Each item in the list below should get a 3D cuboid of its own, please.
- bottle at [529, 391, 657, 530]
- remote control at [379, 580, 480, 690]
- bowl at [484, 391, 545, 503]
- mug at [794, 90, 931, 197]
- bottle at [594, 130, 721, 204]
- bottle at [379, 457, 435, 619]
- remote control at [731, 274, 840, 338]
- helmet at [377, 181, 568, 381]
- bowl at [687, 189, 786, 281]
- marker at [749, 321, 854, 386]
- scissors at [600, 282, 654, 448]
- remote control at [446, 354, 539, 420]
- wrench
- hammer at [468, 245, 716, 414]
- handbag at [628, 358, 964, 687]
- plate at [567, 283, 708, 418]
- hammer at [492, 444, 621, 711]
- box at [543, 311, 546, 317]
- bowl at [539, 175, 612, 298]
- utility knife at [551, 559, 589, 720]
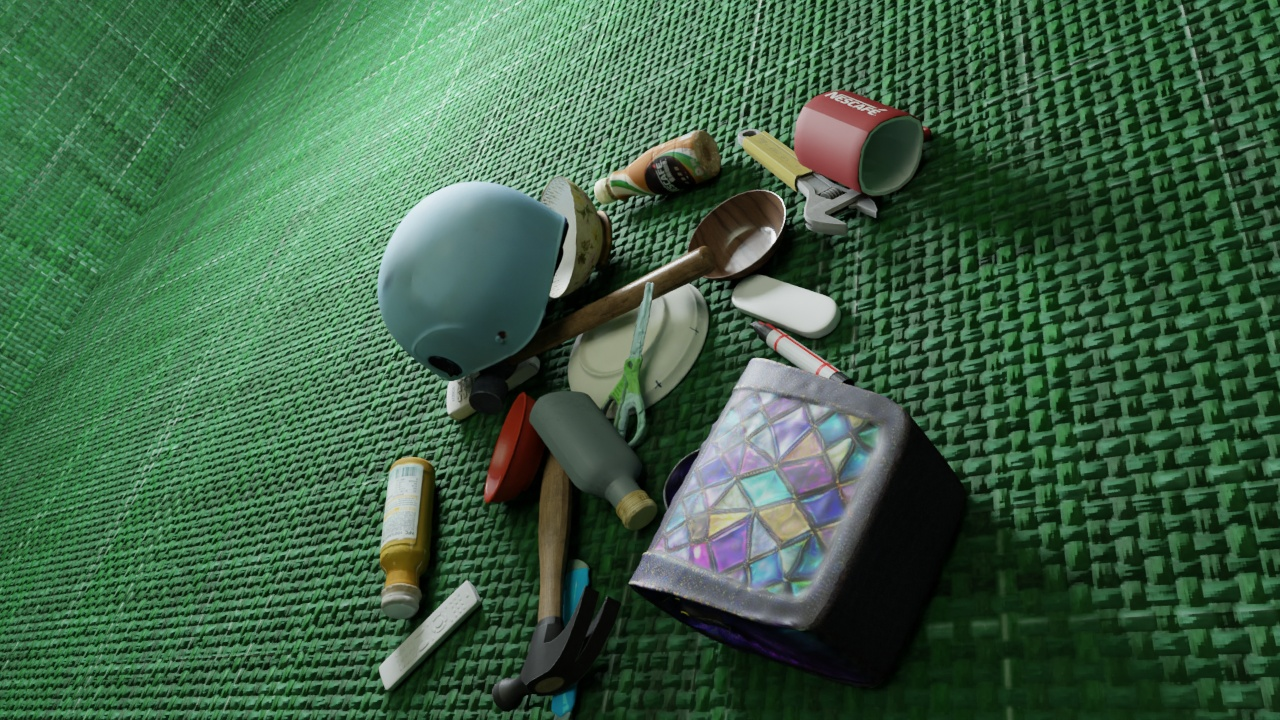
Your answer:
[{"bbox_3d":[-0.040,0.095,0.884,0.161,0.072,0.046,49,124,37],"label":"bottle"},{"bbox_3d":[-0.213,0.280,0.931,0.131,0.012,0.033,-45,41,2],"label":"remote control"},{"bbox_3d":[-0.128,0.096,0.968,0.122,0.035,0.122,-161,91,-75],"label":"bowl"},{"bbox_3d":[0.229,-0.221,0.918,0.116,0.081,0.096,-18,36,-24],"label":"mug"},{"bbox_3d":[0.016,-0.231,1.131,0.167,0.059,0.059,-13,49,34],"label":"bottle"},{"bbox_3d":[-0.258,0.194,1.013,0.053,0.053,0.185,-29,41,20],"label":"bottle"},{"bbox_3d":[0.141,-0.054,0.903,0.043,0.013,0.136,-53,39,-8],"label":"remote control"},{"bbox_3d":[-0.209,-0.101,1.055,0.266,0.166,0.224,-30,39,46],"label":"helmet"},{"bbox_3d":[0.109,-0.126,0.979,0.119,0.032,0.119,-24,43,25],"label":"bowl"},{"bbox_3d":[0.145,-0.007,0.853,0.019,0.019,0.145,-46,39,-1],"label":"marker"},{"bbox_3d":[-0.008,0.004,0.927,0.065,0.033,0.174,16,91,45],"label":"scissors"},{"bbox_3d":[-0.180,0.020,1.116,0.139,0.025,0.060,-31,41,18],"label":"remote control"},{"bbox_3d":[0.166,-0.199,0.985,0.083,0.018,0.273,-19,36,-11],"label":"wrench"},{"bbox_3d":[-0.055,-0.048,0.998,0.323,0.040,0.129,-24,38,30],"label":"hammer"},{"bbox_3d":[0.105,0.116,0.698,0.222,0.125,0.204,11,65,48],"label":"handbag"},{"bbox_3d":[-0.012,-0.023,0.996,0.183,0.034,0.182,-24,44,25],"label":"plate"},{"bbox_3d":[-0.079,0.166,0.878,0.133,0.040,0.304,-39,33,29],"label":"hammer"},{"bbox_3d":[-0.200,-0.082,1.215,0.126,0.039,0.209,-40,38,6],"label":"box"},{"bbox_3d":[-0.077,-0.148,1.116,0.145,0.063,0.145,2,92,63],"label":"bowl"},{"bbox_3d":[-0.064,0.262,0.809,0.031,0.015,0.197,-25,39,31],"label":"utility knife"}]
